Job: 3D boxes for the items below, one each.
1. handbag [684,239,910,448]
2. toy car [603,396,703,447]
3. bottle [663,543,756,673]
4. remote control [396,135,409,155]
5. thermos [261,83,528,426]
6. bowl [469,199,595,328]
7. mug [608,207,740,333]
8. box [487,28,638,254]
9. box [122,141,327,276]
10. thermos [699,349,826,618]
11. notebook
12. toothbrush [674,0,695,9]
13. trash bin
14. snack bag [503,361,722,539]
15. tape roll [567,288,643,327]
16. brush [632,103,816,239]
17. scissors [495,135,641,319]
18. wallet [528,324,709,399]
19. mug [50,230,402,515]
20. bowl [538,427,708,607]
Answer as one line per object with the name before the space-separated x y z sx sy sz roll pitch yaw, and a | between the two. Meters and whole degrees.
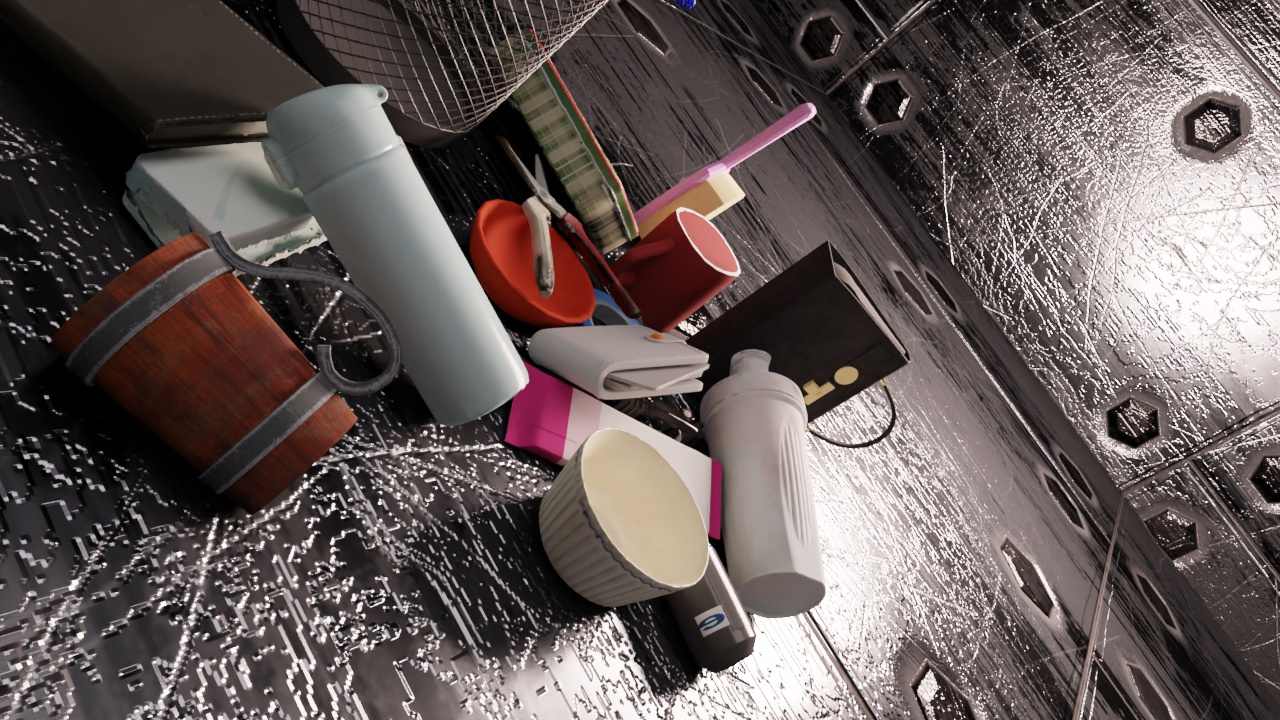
handbag | 0.169 0.018 0.883 0.196 0.176 0.072 44 27 -21
toy car | 0.009 0.052 0.734 0.092 0.040 0.037 29 35 -37
bottle | 0.040 0.160 0.640 0.047 0.047 0.112 8 49 -54
remote control | -0.222 -0.166 0.677 0.124 0.012 0.028 4 53 -56
thermos | -0.143 -0.062 0.546 0.065 0.077 0.207 12 -47 62
bowl | -0.092 -0.071 0.734 0.122 0.035 0.121 37 30 -26
mug | 0.021 -0.085 0.862 0.116 0.097 0.080 8 50 -54
box | -0.072 -0.208 0.879 0.205 0.050 0.118 62 2 20
box | -0.221 -0.108 0.567 0.083 0.067 0.198 66 25 -14
thermos | 0.100 0.102 0.771 0.099 0.100 0.220 34 37 -31
notebook | -0.297 -0.200 0.543 0.209 0.030 0.169 42 26 4
toothbrush | -0.026 -0.326 0.666 0.186 0.015 0.016 39 34 -22
trash bin | -0.148 -0.319 0.743 0.217 0.228 0.217 37 30 -26
snack bag | -0.013 0.070 0.682 0.196 0.016 0.070 29 49 -28
tape roll | -0.025 -0.020 0.796 0.093 0.016 0.091 27 35 -39
brush | 0.087 -0.184 0.947 0.043 0.229 0.089 59 27 -2
scissors | -0.068 -0.104 0.755 0.198 0.015 0.178 46 27 -8
wallet | -0.004 0.004 0.692 0.118 0.037 0.115 -4 21 -42
mug | -0.182 -0.003 0.429 0.111 0.117 0.081 49 -10 -13
bowl | -0.017 0.109 0.597 0.115 0.063 0.115 37 29 -26
